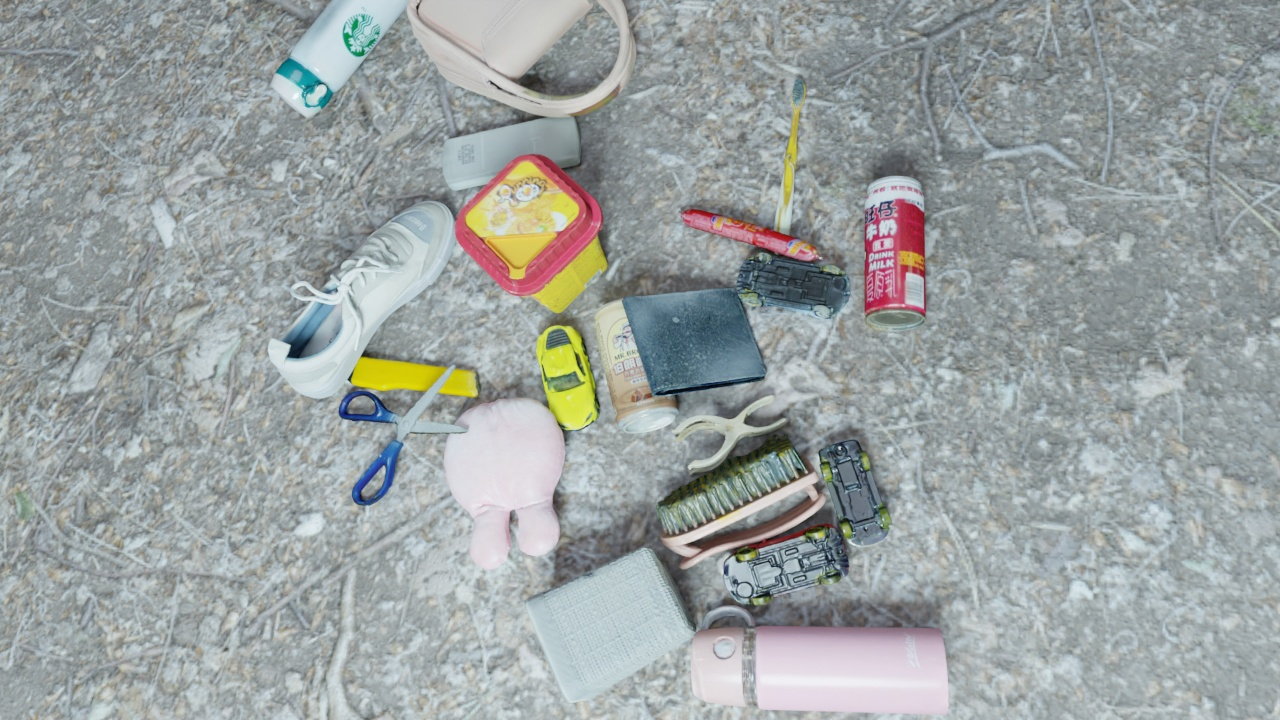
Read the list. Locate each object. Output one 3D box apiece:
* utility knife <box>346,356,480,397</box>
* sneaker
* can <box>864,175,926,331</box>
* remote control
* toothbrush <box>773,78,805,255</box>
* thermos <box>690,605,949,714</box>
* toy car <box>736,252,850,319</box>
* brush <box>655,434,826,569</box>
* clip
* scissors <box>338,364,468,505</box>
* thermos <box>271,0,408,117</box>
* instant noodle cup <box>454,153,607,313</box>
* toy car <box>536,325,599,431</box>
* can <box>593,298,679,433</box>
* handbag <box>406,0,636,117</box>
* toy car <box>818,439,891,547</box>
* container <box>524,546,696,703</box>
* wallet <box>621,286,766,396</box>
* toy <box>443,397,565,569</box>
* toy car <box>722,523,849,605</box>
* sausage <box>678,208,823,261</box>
[{"bbox_3d":[-0.231,0.019,0.921,0.154,0.015,0.033,7,75,15],"label":"utility knife"},{"bbox_3d":[-0.280,-0.079,0.915,0.089,0.091,0.241,29,73,20],"label":"sneaker"},{"bbox_3d":[0.230,-0.097,0.831,0.053,0.053,0.132,0,73,13],"label":"can"},{"bbox_3d":[-0.137,-0.220,0.971,0.150,0.021,0.058,-9,69,10],"label":"remote control"},{"bbox_3d":[0.146,-0.192,0.899,0.016,0.018,0.191,5,74,16],"label":"toothbrush"},{"bbox_3d":[0.142,0.241,0.745,0.199,0.067,0.087,-3,41,14],"label":"thermos"},{"bbox_3d":[0.142,-0.068,0.854,0.106,0.031,0.049,12,78,17],"label":"toy car"},{"bbox_3d":[0.084,0.126,0.794,0.146,0.063,0.073,-28,99,4],"label":"brush"},{"bbox_3d":[0.082,0.078,0.823,0.104,0.035,0.084,-7,68,3],"label":"clip"},{"bbox_3d":[-0.237,0.068,0.889,0.162,0.012,0.175,27,94,32],"label":"scissors"},{"bbox_3d":[-0.328,-0.376,1.040,0.073,0.073,0.224,34,83,20],"label":"thermos"},{"bbox_3d":[-0.094,-0.112,0.873,0.116,0.123,0.116,-45,69,-3],"label":"instant noodle cup"},{"bbox_3d":[-0.071,0.016,0.877,0.048,0.032,0.105,-17,72,7],"label":"toy car"},{"bbox_3d":[-0.005,0.005,0.850,0.058,0.058,0.116,-17,70,7],"label":"can"},{"bbox_3d":[-0.109,-0.352,0.974,0.234,0.093,0.193,41,84,18],"label":"handbag"},{"bbox_3d":[0.183,0.115,0.785,0.042,0.035,0.090,-19,70,8],"label":"toy car"},{"bbox_3d":[-0.021,0.219,0.773,0.114,0.090,0.090,-27,70,0],"label":"container"},{"bbox_3d":[0.051,-0.020,0.838,0.120,0.019,0.097,-7,68,-25],"label":"wallet"},{"bbox_3d":[-0.125,0.110,0.846,0.121,0.054,0.159,-16,64,15],"label":"toy"},{"bbox_3d":[0.122,0.173,0.779,0.106,0.031,0.049,-19,95,4],"label":"toy car"},{"bbox_3d":[0.104,-0.121,0.878,0.156,0.020,0.020,21,78,25],"label":"sausage"}]
